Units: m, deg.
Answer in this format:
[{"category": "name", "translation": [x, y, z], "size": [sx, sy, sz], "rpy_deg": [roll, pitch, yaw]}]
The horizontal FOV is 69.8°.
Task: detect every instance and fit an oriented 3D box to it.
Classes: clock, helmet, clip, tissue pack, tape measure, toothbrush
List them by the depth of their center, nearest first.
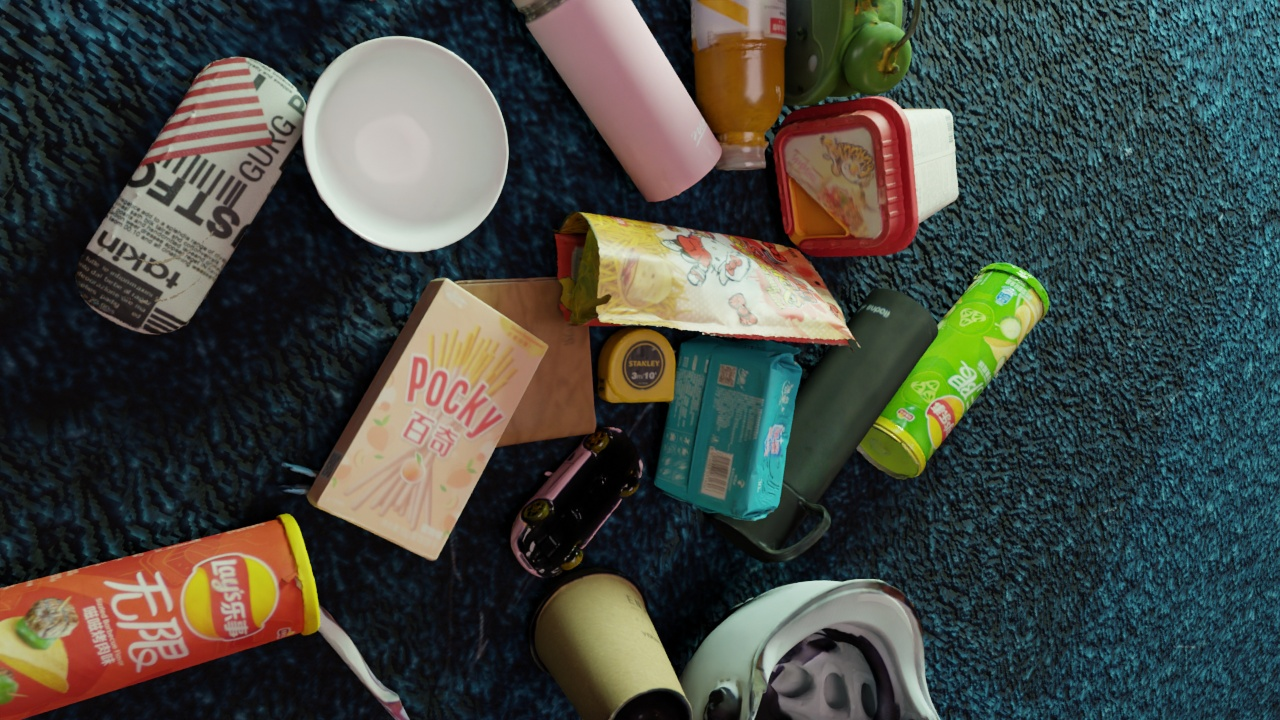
[{"category": "clip", "translation": [-0.194, 0.078, 0.567], "size": [0.058, 0.026, 0.038], "rpy_deg": [16, 81, -36]}, {"category": "toothbrush", "translation": [-0.166, 0.222, 0.610], "size": [0.017, 0.016, 0.187], "rpy_deg": [-43, 117, -29]}, {"category": "clock", "translation": [0.142, -0.242, 0.648], "size": [0.056, 0.161, 0.116], "rpy_deg": [-7, 101, -22]}, {"category": "tape measure", "translation": [-0.004, 0.004, 0.670], "size": [0.060, 0.029, 0.057], "rpy_deg": [-1, 99, -30]}, {"category": "tissue pack", "translation": [0.065, 0.047, 0.679], "size": [0.050, 0.093, 0.133], "rpy_deg": [6, 96, -48]}, {"category": "helmet", "translation": [0.110, 0.289, 0.715], "size": [0.228, 0.146, 0.258], "rpy_deg": [15, 81, -34]}]

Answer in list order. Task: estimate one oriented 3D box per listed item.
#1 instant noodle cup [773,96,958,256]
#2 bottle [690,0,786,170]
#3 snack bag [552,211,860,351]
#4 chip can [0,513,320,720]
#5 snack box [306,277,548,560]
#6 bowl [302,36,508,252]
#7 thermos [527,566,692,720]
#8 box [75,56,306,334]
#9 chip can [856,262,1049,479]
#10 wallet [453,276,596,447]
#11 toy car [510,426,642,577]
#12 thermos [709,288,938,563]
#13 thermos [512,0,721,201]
[{"category": "instant noodle cup", "translation": [0.184, -0.148, 0.722], "size": [0.124, 0.116, 0.117], "rpy_deg": [-22, 109, -39]}, {"category": "bottle", "translation": [0.070, -0.233, 0.658], "size": [0.067, 0.068, 0.189], "rpy_deg": [-8, 102, -31]}, {"category": "snack bag", "translation": [0.047, -0.054, 0.647], "size": [0.207, 0.128, 0.073], "rpy_deg": [2, 127, -27]}, {"category": "chip can", "translation": [-0.289, 0.142, 0.489], "size": [0.216, 0.073, 0.073], "rpy_deg": [-11, 102, -30]}, {"category": "snack box", "translation": [-0.130, 0.036, 0.573], "size": [0.084, 0.026, 0.157], "rpy_deg": [34, 75, -29]}, {"category": "bowl", "translation": [-0.145, -0.124, 0.542], "size": [0.118, 0.065, 0.118], "rpy_deg": [-5, 100, -30]}, {"category": "thermos", "translation": [-0.020, 0.208, 0.631], "size": [0.093, 0.143, 0.093], "rpy_deg": [-7, 108, -20]}, {"category": "box", "translation": [-0.241, -0.091, 0.499], "size": [0.068, 0.052, 0.164], "rpy_deg": [27, 82, -12]}, {"category": "chip can", "translation": [0.280, 0.004, 0.821], "size": [0.220, 0.073, 0.072], "rpy_deg": [-46, 117, -19]}, {"category": "wallet", "translation": [-0.079, 0.000, 0.630], "size": [0.101, 0.020, 0.115], "rpy_deg": [-7, 98, -32]}, {"category": "toy car", "translation": [-0.046, 0.100, 0.655], "size": [0.122, 0.037, 0.056], "rpy_deg": [-48, 122, -31]}, {"category": "thermos", "translation": [0.159, 0.055, 0.744], "size": [0.242, 0.090, 0.068], "rpy_deg": [-52, 135, -15]}, {"category": "thermos", "translation": [-0.020, -0.208, 0.613], "size": [0.198, 0.067, 0.087], "rpy_deg": [53, 38, -25]}]
